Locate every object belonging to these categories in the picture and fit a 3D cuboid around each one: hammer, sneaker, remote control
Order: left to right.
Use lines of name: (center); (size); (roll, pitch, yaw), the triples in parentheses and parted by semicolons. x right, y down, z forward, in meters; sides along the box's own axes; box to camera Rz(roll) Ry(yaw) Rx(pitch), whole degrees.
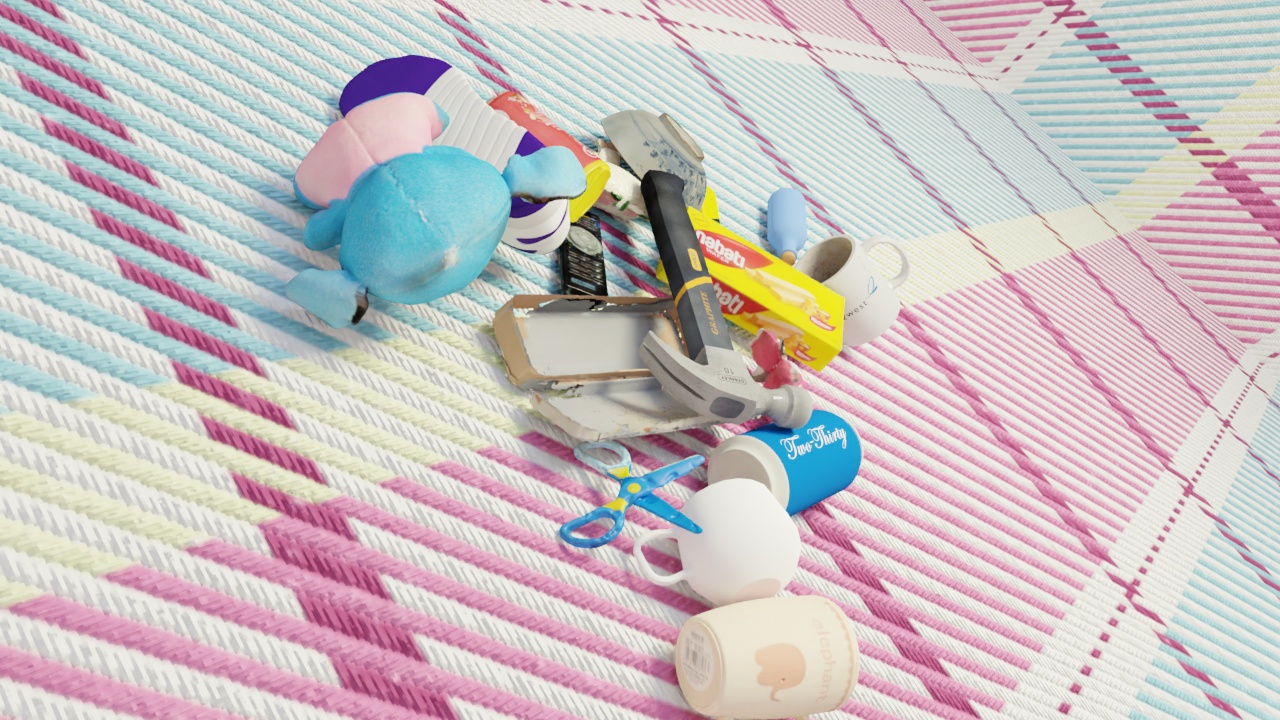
sneaker: (-0.149, -0.170, 0.783); (0.244, 0.091, 0.111); (37, -10, 25)
remote control: (-0.057, -0.100, 0.859); (0.045, 0.021, 0.140); (21, 37, -23)
hammer: (0.050, -0.071, 0.826); (0.139, 0.035, 0.312); (11, 42, -23)

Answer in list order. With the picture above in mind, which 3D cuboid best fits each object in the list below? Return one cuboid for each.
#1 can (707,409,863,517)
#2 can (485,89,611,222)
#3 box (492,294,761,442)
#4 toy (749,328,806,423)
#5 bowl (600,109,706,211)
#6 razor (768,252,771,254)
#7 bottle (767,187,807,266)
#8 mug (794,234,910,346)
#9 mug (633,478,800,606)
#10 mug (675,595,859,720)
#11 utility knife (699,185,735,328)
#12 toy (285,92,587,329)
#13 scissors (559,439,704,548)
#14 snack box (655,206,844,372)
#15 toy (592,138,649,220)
can: (0.127, 0.091, 0.789); (0.145, 0.079, 0.079); (-12, 63, -49)
can: (-0.093, -0.191, 0.861); (0.124, 0.067, 0.066); (40, 35, 11)
box: (-0.006, 0.007, 0.764); (0.216, 0.071, 0.157); (-3, 39, -45)
toy: (0.138, 0.017, 0.884); (0.050, 0.066, 0.102); (-6, 57, -18)
bowl: (0.028, -0.226, 0.999); (0.150, 0.057, 0.150); (43, 18, -18)
razor: (0.117, -0.086, 1.007); (0.044, 0.021, 0.143); (22, 39, -6)
bottle: (0.178, -0.157, 1.113); (0.048, 0.048, 0.130); (30, 38, -17)
mug: (0.245, -0.090, 1.029); (0.096, 0.120, 0.083); (45, 13, -28)
mug: (0.057, 0.141, 0.675); (0.123, 0.090, 0.076); (-6, 46, -17)
mug: (0.083, 0.220, 0.628); (0.104, 0.085, 0.111); (6, 79, -28)
utility knife: (0.081, -0.117, 1.005); (0.028, 0.020, 0.233); (18, 42, -23)
toy: (-0.159, -0.121, 0.655); (0.224, 0.099, 0.191); (-32, 54, -9)
scissors: (-0.008, 0.095, 0.677); (0.125, 0.014, 0.130); (-22, 48, -20)
snack box: (0.117, -0.074, 0.946); (0.200, 0.042, 0.091); (29, 41, -9)
toy: (-0.027, -0.178, 0.939); (0.087, 0.050, 0.112); (17, 30, -38)
